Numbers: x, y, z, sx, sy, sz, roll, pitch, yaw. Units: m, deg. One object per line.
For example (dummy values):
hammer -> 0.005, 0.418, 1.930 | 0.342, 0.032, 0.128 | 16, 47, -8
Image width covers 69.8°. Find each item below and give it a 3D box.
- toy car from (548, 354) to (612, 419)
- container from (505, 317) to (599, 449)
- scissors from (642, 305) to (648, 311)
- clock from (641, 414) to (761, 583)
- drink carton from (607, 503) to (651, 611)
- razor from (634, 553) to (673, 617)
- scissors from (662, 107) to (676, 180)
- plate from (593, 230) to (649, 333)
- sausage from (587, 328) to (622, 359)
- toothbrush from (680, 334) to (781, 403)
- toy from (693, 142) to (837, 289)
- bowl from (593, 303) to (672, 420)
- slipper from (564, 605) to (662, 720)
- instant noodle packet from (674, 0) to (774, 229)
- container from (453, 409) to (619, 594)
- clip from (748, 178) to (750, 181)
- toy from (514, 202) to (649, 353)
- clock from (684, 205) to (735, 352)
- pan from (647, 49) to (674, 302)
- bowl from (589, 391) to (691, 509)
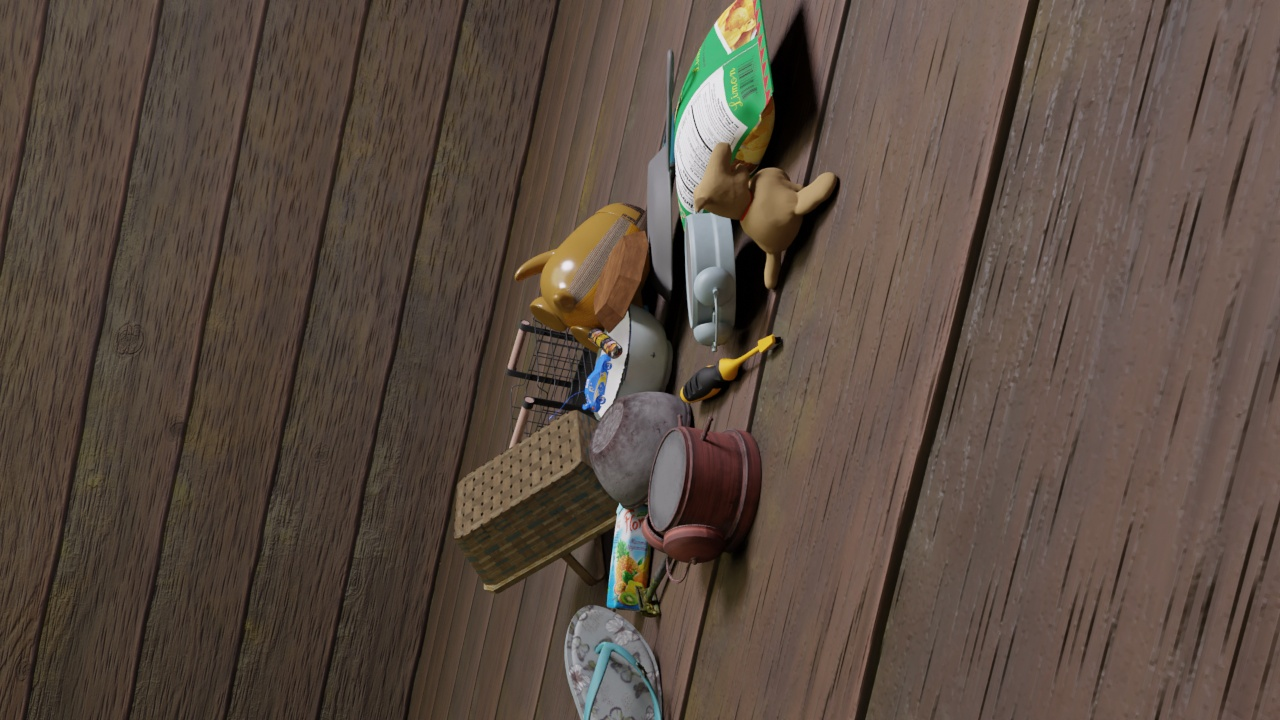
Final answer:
toy car -> -0.073, 0.032, 1.130 | 0.033, 0.062, 0.092 | 176, 105, -74
container -> -0.143, 0.051, 1.494 | 0.241, 0.130, 0.163 | -103, 29, -56
scissors -> -0.005, -0.072, 1.335 | 0.138, 0.015, 0.063 | -93, 25, -57
clock -> 0.054, 0.133, 0.870 | 0.121, 0.072, 0.157 | 174, 108, -73
drink carton -> -0.011, 0.227, 1.077 | 0.039, 0.044, 0.128 | 149, 130, -68
razor -> 0.024, 0.227, 1.000 | 0.042, 0.026, 0.106 | -105, 35, -61
scissors -> 0.043, -0.294, 1.305 | 0.129, 0.019, 0.138 | -107, 30, -58
plate -> -0.027, -0.102, 1.144 | 0.131, 0.025, 0.131 | -161, 91, -75
sausage -> -0.045, -0.022, 1.146 | 0.155, 0.020, 0.020 | -143, 66, -72
toothbrush -> 0.086, 0.010, 0.926 | 0.197, 0.030, 0.031 | 140, 124, -62
toy -> 0.104, -0.145, 0.852 | 0.105, 0.108, 0.134 | -71, 6, -48
bowl -> -0.007, 0.007, 1.166 | 0.153, 0.073, 0.153 | -168, 91, -74
slipper -> -0.012, 0.361, 0.912 | 0.055, 0.098, 0.268 | 116, 150, -44
instant noodle packet -> 0.087, -0.258, 0.997 | 0.253, 0.090, 0.195 | 116, 158, -53
container -> -0.107, 0.204, 1.220 | 0.250, 0.186, 0.157 | -32, 33, 15
clip -> 0.120, -0.171, 0.925 | 0.047, 0.053, 0.039 | 68, -156, -62
toy -> -0.052, -0.129, 1.295 | 0.203, 0.199, 0.163 | -58, -12, -17
clock -> 0.071, -0.083, 0.939 | 0.123, 0.045, 0.159 | 87, -179, -46
pan -> 0.023, -0.208, 1.097 | 0.355, 0.024, 0.216 | 91, 177, -50
bowl -> -0.011, 0.092, 1.057 | 0.145, 0.067, 0.144 | -50, 21, 27
